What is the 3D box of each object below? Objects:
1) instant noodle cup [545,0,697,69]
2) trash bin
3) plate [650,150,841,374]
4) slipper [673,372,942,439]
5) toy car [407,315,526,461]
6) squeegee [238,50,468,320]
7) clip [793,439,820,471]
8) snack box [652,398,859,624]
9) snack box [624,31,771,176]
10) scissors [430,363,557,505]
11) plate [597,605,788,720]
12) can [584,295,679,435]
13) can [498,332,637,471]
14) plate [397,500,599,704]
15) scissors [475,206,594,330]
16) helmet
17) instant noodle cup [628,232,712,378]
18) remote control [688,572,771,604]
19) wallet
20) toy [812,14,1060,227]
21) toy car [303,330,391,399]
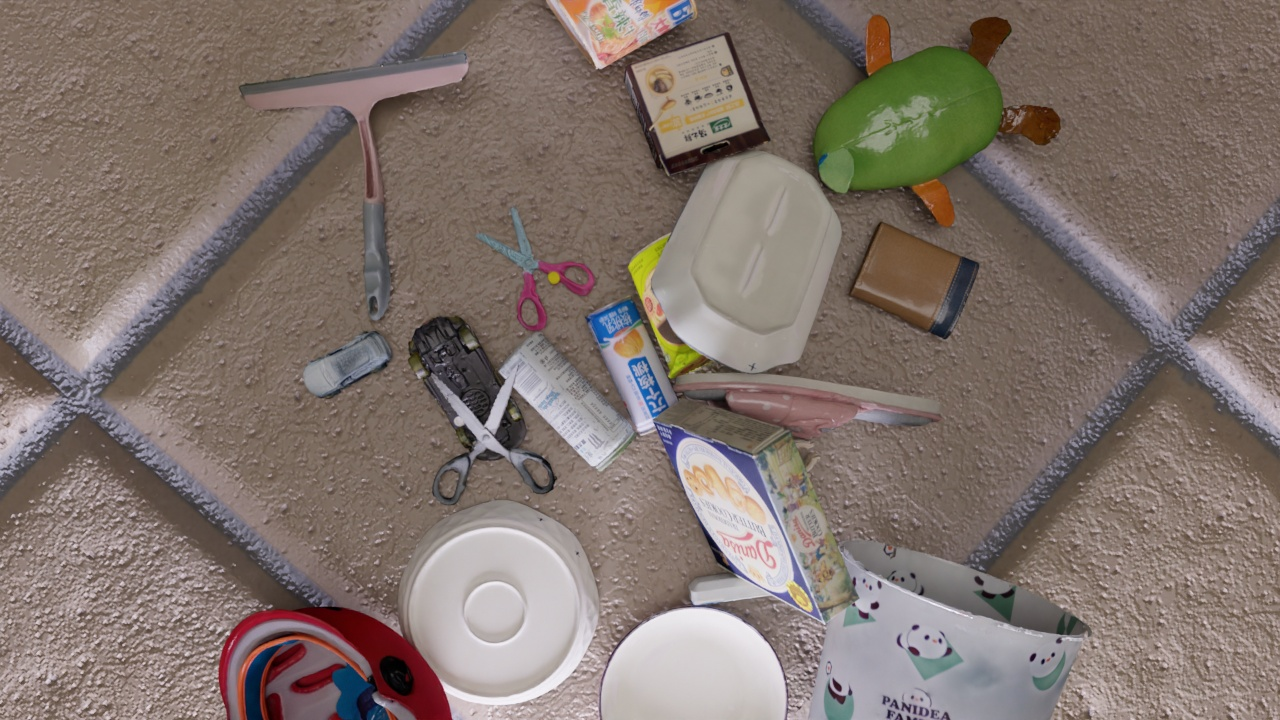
[{"bbox_3d":[-0.032,-0.367,0.895,0.111,0.151,0.151,-35,91,4],"label":"instant noodle cup"},{"bbox_3d":[0.264,0.326,0.862,0.229,0.229,0.252,16,94,-3],"label":"trash bin"},{"bbox_3d":[0.113,-0.109,0.882,0.162,0.034,0.264,29,57,-4],"label":"plate"},{"bbox_3d":[0.166,0.049,0.912,0.274,0.114,0.054,7,84,-9],"label":"slipper"},{"bbox_3d":[-0.174,0.029,0.923,0.070,0.042,0.158,-29,102,-2],"label":"toy car"},{"bbox_3d":[-0.274,-0.165,0.926,0.248,0.040,0.249,-3,94,12],"label":"squeegee"},{"bbox_3d":[0.136,0.112,0.946,0.100,0.034,0.070,-23,91,1],"label":"clip"},{"bbox_3d":[0.102,0.133,0.847,0.045,0.178,0.182,-31,108,-21],"label":"snack box"},{"bbox_3d":[0.057,-0.256,0.936,0.113,0.053,0.125,-19,87,-4],"label":"snack box"},{"bbox_3d":[-0.148,0.078,0.907,0.159,0.014,0.179,21,114,-17],"label":"scissors"},{"bbox_3d":[0.052,0.341,0.932,0.192,0.039,0.192,0,89,-3],"label":"plate"},{"bbox_3d":[-0.006,0.005,0.929,0.053,0.053,0.134,-25,90,-4],"label":"can"},{"bbox_3d":[-0.073,0.041,0.922,0.058,0.058,0.146,-45,92,-3],"label":"can"},{"bbox_3d":[-0.144,0.247,0.921,0.205,0.045,0.205,0,88,-3],"label":"plate"},{"bbox_3d":[-0.116,-0.090,0.946,0.133,0.017,0.118,29,92,2],"label":"scissors"},{"bbox_3d":[-0.273,0.333,0.861,0.207,0.143,0.240,-29,81,19],"label":"helmet"},{"bbox_3d":[0.049,-0.062,0.913,0.111,0.112,0.123,-28,82,-4],"label":"instant noodle cup"},{"bbox_3d":[0.111,0.228,0.933,0.125,0.049,0.024,-6,86,-4],"label":"remote control"},{"bbox_3d":[0.285,-0.084,0.959,0.115,0.033,0.090,24,85,-1],"label":"wallet"},{"bbox_3d":[0.284,-0.246,0.933,0.247,0.090,0.227,-22,89,0],"label":"toy"},{"bbox_3d":[-0.296,0.005,0.924,0.090,0.034,0.043,-29,94,-2],"label":"toy car"}]
